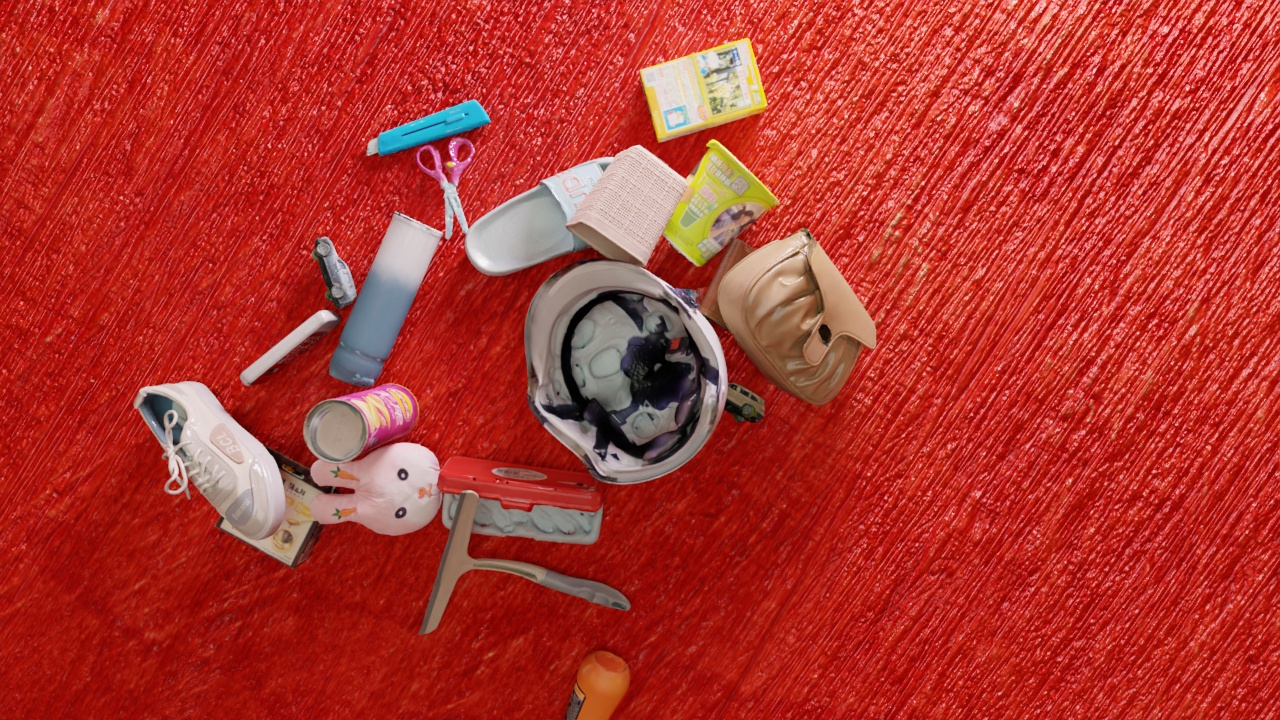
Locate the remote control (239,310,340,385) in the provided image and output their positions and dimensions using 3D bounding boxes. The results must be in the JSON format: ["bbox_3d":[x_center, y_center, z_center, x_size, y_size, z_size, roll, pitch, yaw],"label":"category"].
[{"bbox_3d":[-0.433,-0.015,1.138,0.136,0.056,0.020,-38,90,2],"label":"remote control"}]

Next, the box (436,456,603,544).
[{"bbox_3d":[-0.147,0.182,1.131,0.201,0.095,0.102,7,103,-1],"label":"box"}]

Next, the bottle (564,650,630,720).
[{"bbox_3d":[-0.065,0.442,1.156,0.067,0.066,0.149,23,101,0],"label":"bottle"}]

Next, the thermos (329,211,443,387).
[{"bbox_3d":[-0.317,-0.072,1.129,0.070,0.070,0.220,26,94,0],"label":"thermos"}]

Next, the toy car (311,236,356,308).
[{"bbox_3d":[-0.381,-0.110,1.140,0.034,0.043,0.090,-22,96,-25],"label":"toy car"}]

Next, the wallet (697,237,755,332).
[{"bbox_3d":[0.132,-0.077,1.106,0.124,0.032,0.101,28,92,-35],"label":"wallet"}]

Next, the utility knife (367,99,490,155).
[{"bbox_3d":[-0.266,-0.285,1.138,0.159,0.018,0.034,-17,93,4],"label":"utility knife"}]

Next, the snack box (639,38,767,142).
[{"bbox_3d":[0.076,-0.329,1.121,0.140,0.033,0.087,-16,93,4],"label":"snack box"}]

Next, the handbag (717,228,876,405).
[{"bbox_3d":[0.191,-0.046,1.072,0.147,0.100,0.204,-49,123,-7],"label":"handbag"}]

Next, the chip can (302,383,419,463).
[{"bbox_3d":[-0.318,0.069,1.063,0.071,0.210,0.071,0,92,1],"label":"chip can"}]

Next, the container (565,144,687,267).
[{"bbox_3d":[-0.013,-0.176,1.049,0.090,0.090,0.111,33,83,-18],"label":"container"}]

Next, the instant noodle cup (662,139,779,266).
[{"bbox_3d":[0.083,-0.181,1.097,0.111,0.111,0.123,44,100,-1],"label":"instant noodle cup"}]

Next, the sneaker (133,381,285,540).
[{"bbox_3d":[-0.517,0.114,1.091,0.242,0.090,0.090,46,104,19],"label":"sneaker"}]

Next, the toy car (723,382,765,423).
[{"bbox_3d":[0.111,0.046,1.137,0.090,0.042,0.035,28,71,-5],"label":"toy car"}]

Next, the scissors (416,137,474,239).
[{"bbox_3d":[-0.244,-0.211,1.129,0.083,0.017,0.137,1,78,0],"label":"scissors"}]

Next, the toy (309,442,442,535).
[{"bbox_3d":[-0.321,0.160,1.125,0.159,0.054,0.121,-1,106,-22],"label":"toy"}]

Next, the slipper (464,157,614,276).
[{"bbox_3d":[-0.100,-0.174,1.113,0.245,0.074,0.104,-22,92,4],"label":"slipper"}]

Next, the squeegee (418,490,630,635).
[{"bbox_3d":[-0.130,0.273,1.150,0.246,0.039,0.247,15,120,-10],"label":"squeegee"}]

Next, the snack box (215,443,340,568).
[{"bbox_3d":[-0.450,0.178,1.150,0.113,0.053,0.125,29,92,0],"label":"snack box"}]

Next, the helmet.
[{"bbox_3d":[-0.006,0.006,1.081,0.229,0.145,0.258,-41,79,17],"label":"helmet"}]

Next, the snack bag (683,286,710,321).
[{"bbox_3d":[0.039,-0.074,1.139,0.104,0.026,0.048,7,81,0],"label":"snack bag"}]
